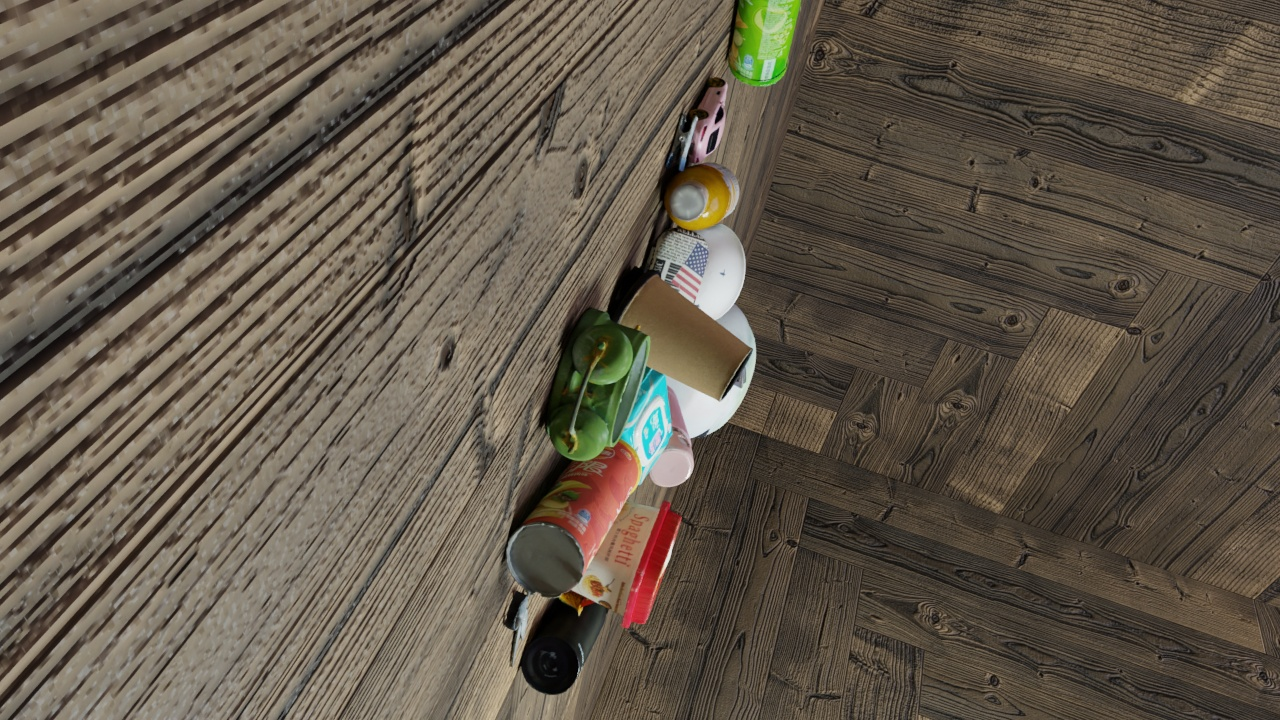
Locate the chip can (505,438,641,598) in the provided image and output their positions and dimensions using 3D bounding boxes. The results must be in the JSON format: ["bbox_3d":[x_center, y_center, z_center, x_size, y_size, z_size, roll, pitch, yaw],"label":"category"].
[{"bbox_3d":[-0.057,0.137,0.853,0.216,0.073,0.073,-48,155,-70],"label":"chip can"}]

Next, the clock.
[{"bbox_3d":[-0.036,0.020,0.765,0.161,0.056,0.116,-39,146,-76],"label":"clock"}]

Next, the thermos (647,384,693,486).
[{"bbox_3d":[0.019,0.088,1.171,0.067,0.087,0.198,-50,-164,14],"label":"thermos"}]

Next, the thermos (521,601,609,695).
[{"bbox_3d":[-0.090,0.328,1.154,0.242,0.068,0.090,-29,104,-82],"label":"thermos"}]

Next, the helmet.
[{"bbox_3d":[0.093,0.017,1.378,0.228,0.146,0.259,-62,168,-52],"label":"helmet"}]

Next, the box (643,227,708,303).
[{"bbox_3d":[0.025,-0.065,1.000,0.068,0.051,0.164,8,108,-41],"label":"box"}]

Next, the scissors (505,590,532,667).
[{"bbox_3d":[-0.116,0.253,0.926,0.165,0.014,0.163,28,81,-83],"label":"scissors"}]

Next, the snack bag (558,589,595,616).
[{"bbox_3d":[-0.049,0.218,1.169,0.207,0.073,0.129,-68,165,-62],"label":"snack bag"}]

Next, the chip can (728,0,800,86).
[{"bbox_3d":[0.142,-0.397,1.001,0.222,0.072,0.072,94,16,-64],"label":"chip can"}]

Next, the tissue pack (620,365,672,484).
[{"bbox_3d":[-0.007,0.068,1.003,0.093,0.050,0.134,-54,152,-29],"label":"tissue pack"}]

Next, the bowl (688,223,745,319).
[{"bbox_3d":[0.055,-0.105,1.053,0.064,0.118,0.118,7,104,-44],"label":"bowl"}]

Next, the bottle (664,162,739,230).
[{"bbox_3d":[0.065,-0.177,0.988,0.189,0.068,0.068,-49,156,-72],"label":"bottle"}]

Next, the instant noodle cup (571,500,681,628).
[{"bbox_3d":[-0.033,0.203,0.978,0.117,0.124,0.116,101,11,-45],"label":"instant noodle cup"}]

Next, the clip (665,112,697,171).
[{"bbox_3d":[0.042,-0.217,0.915,0.026,0.038,0.058,-22,129,-77],"label":"clip"}]

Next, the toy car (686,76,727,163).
[{"bbox_3d":[0.074,-0.258,0.988,0.056,0.037,0.122,103,8,-48],"label":"toy car"}]

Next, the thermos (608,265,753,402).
[{"bbox_3d":[0.033,-0.023,0.891,0.093,0.143,0.093,-55,169,-17],"label":"thermos"}]
